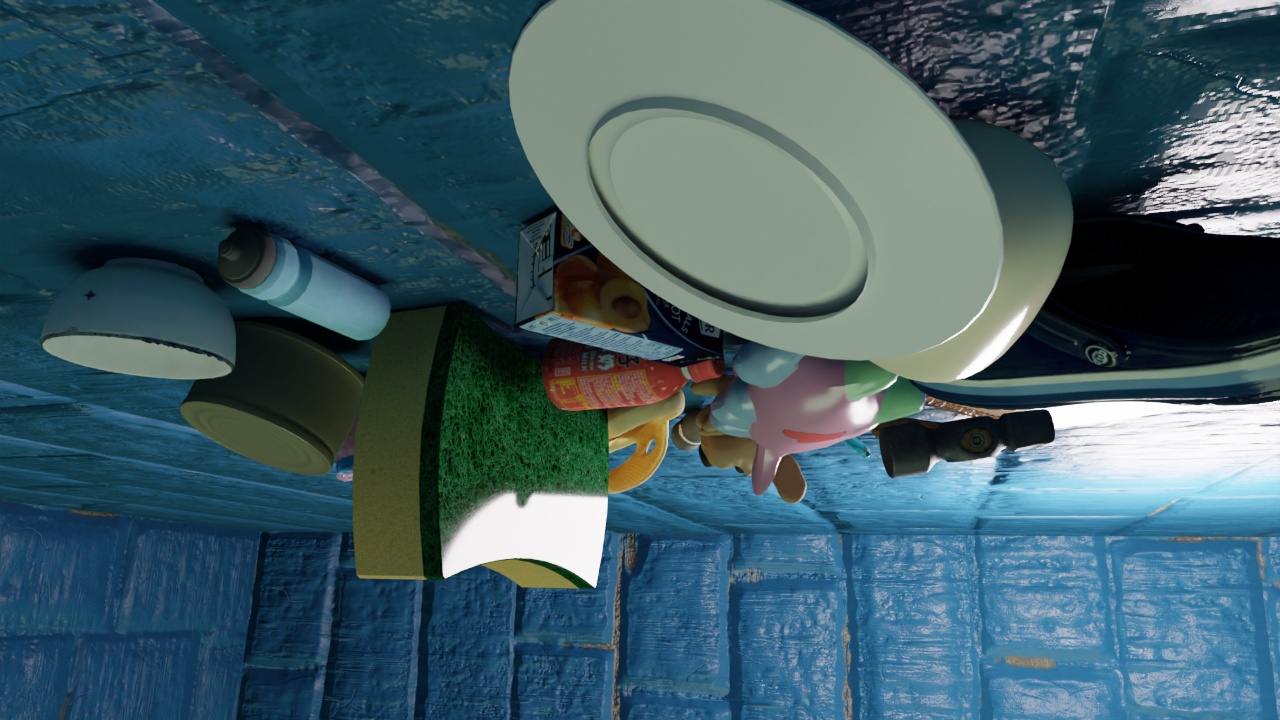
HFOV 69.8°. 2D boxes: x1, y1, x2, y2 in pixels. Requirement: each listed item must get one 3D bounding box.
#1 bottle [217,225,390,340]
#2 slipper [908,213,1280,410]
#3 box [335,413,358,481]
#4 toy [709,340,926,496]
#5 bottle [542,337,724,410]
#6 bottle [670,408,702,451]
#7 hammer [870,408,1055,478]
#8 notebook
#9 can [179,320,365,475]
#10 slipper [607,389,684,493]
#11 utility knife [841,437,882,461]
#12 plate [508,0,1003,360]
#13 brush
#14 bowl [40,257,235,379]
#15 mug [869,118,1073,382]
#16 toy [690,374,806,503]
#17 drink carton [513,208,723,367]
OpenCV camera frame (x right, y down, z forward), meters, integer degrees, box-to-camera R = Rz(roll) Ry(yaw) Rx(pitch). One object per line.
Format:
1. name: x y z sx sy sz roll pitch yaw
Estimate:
1. bottle: -0.210 -0.048 0.572 0.040 0.040 0.130 -4 164 21
2. slipper: 0.239 -0.034 0.487 0.095 0.105 0.253 51 158 -19
3. box: -0.191 0.083 0.934 0.230 0.086 0.106 1 162 -18
4. toy: 0.114 0.018 0.671 0.171 0.120 0.222 -17 159 27
5. bottle: -0.004 0.004 0.704 0.138 0.062 0.062 -6 163 26
6. bottle: 0.060 0.074 1.005 0.036 0.036 0.110 4 165 -9
7. hammer: 0.259 0.066 0.844 0.129 0.040 0.322 -10 177 2
8. notebook: 0.379 0.032 0.840 0.210 0.022 0.170 13 161 -36
9. can: -0.296 0.034 0.748 0.128 0.073 0.128 14 152 7
10. slipper: -0.013 0.091 0.956 0.111 0.079 0.262 -21 170 -22
11. utility knife: 0.180 0.064 0.861 0.124 0.015 0.022 38 175 33
12. plate: 0.035 -0.059 0.366 0.209 0.015 0.209 25 157 11
13. brush: -0.116 0.081 0.744 0.075 0.194 0.250 -5 164 25
14. bowl: -0.327 -0.029 0.609 0.113 0.063 0.113 1 165 0
15. mug: 0.127 -0.059 0.409 0.120 0.096 0.100 37 165 18
16. toy: 0.097 0.059 0.856 0.106 0.134 0.108 -23 133 8
17. drink carton: -0.008 -0.038 0.539 0.130 0.064 0.040 14 162 -39
